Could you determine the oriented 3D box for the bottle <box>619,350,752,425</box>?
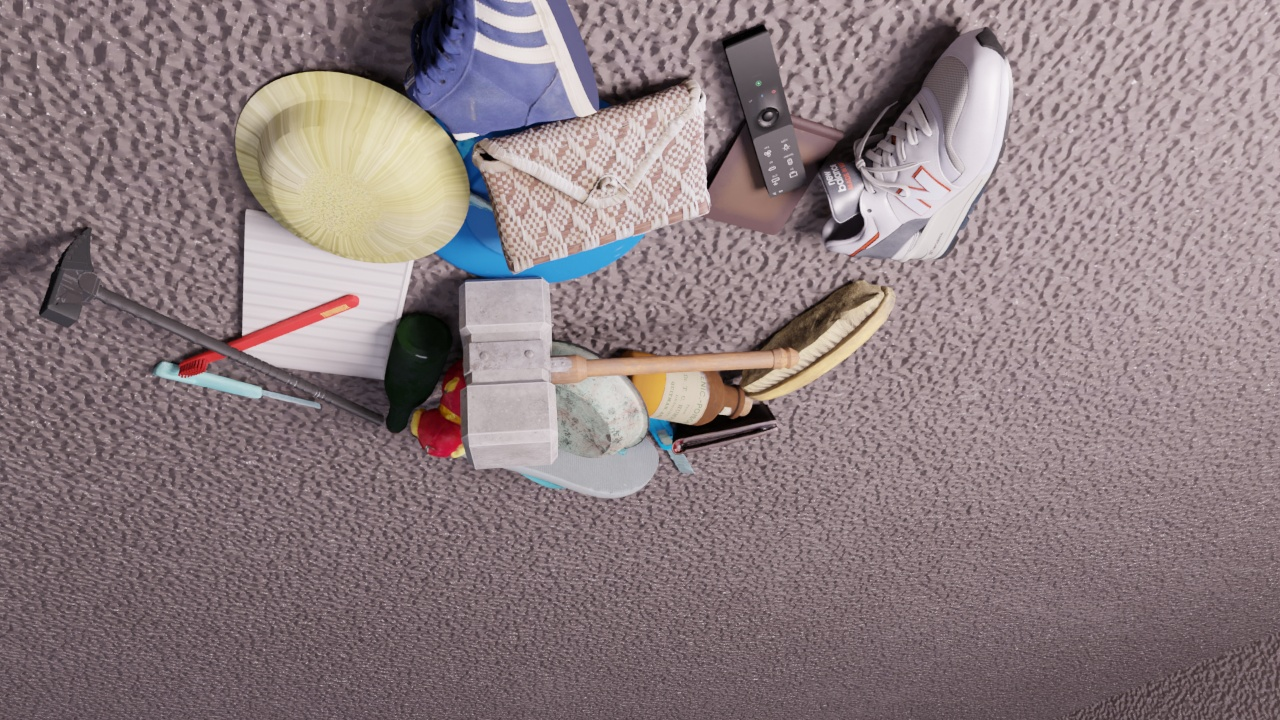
[{"bbox_3d":[0.049,0.035,1.000,0.156,0.067,0.068,11,139,-23],"label":"bottle"}]

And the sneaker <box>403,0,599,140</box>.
[{"bbox_3d":[-0.120,-0.238,0.598,0.118,0.091,0.233,-13,151,11],"label":"sneaker"}]

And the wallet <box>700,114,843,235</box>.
[{"bbox_3d":[0.106,-0.164,0.792,0.091,0.018,0.116,11,136,-22],"label":"wallet"}]

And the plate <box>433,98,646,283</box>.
[{"bbox_3d":[-0.091,-0.134,0.786,0.224,0.024,0.225,-5,143,-4],"label":"plate"}]

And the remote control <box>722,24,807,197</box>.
[{"bbox_3d":[0.102,-0.194,0.734,0.034,0.013,0.150,-20,136,7],"label":"remote control"}]

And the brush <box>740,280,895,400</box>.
[{"bbox_3d":[0.181,-0.019,0.960,0.043,0.059,0.196,32,127,-29],"label":"brush"}]

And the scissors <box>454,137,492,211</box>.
[{"bbox_3d":[-0.176,-0.143,0.748,0.134,0.011,0.140,23,137,-16],"label":"scissors"}]

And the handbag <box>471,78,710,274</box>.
[{"bbox_3d":[-0.032,-0.143,0.730,0.185,0.047,0.124,-18,142,-8],"label":"handbag"}]

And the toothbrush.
[{"bbox_3d":[-0.360,-0.020,0.881,0.213,0.017,0.012,-18,141,16],"label":"toothbrush"}]

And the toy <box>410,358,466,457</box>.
[{"bbox_3d":[-0.177,0.038,0.931,0.137,0.067,0.105,-54,161,-3],"label":"toy"}]

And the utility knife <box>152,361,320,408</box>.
[{"bbox_3d":[-0.416,0.030,0.954,0.166,0.015,0.022,18,137,-27],"label":"utility knife"}]

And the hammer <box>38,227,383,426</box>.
[{"bbox_3d":[-0.370,-0.009,0.847,0.015,0.094,0.324,-30,139,26],"label":"hammer"}]

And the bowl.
[{"bbox_3d":[-0.069,0.050,0.958,0.157,0.038,0.158,20,141,17],"label":"bowl"}]

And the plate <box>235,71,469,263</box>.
[{"bbox_3d":[-0.230,-0.134,0.722,0.184,0.036,0.185,3,138,3],"label":"plate"}]

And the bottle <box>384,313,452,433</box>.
[{"bbox_3d":[-0.239,0.024,0.947,0.055,0.055,0.175,9,142,-21],"label":"bottle"}]

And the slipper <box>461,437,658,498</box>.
[{"bbox_3d":[-0.105,0.110,1.049,0.268,0.098,0.055,14,137,-24],"label":"slipper"}]

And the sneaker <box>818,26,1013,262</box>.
[{"bbox_3d":[0.212,-0.157,0.756,0.124,0.088,0.240,-10,147,-3],"label":"sneaker"}]

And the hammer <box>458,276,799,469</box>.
[{"bbox_3d":[-0.006,0.005,0.862,0.317,0.162,0.083,-3,156,-6],"label":"hammer"}]

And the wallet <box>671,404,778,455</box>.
[{"bbox_3d":[0.094,0.077,1.052,0.120,0.031,0.099,-13,-173,5],"label":"wallet"}]

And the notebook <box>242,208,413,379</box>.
[{"bbox_3d":[-0.299,-0.054,0.870,0.142,0.009,0.210,8,141,-19],"label":"notebook"}]

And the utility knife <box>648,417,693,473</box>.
[{"bbox_3d":[0.030,0.088,1.113,0.031,0.015,0.222,-12,145,14],"label":"utility knife"}]
